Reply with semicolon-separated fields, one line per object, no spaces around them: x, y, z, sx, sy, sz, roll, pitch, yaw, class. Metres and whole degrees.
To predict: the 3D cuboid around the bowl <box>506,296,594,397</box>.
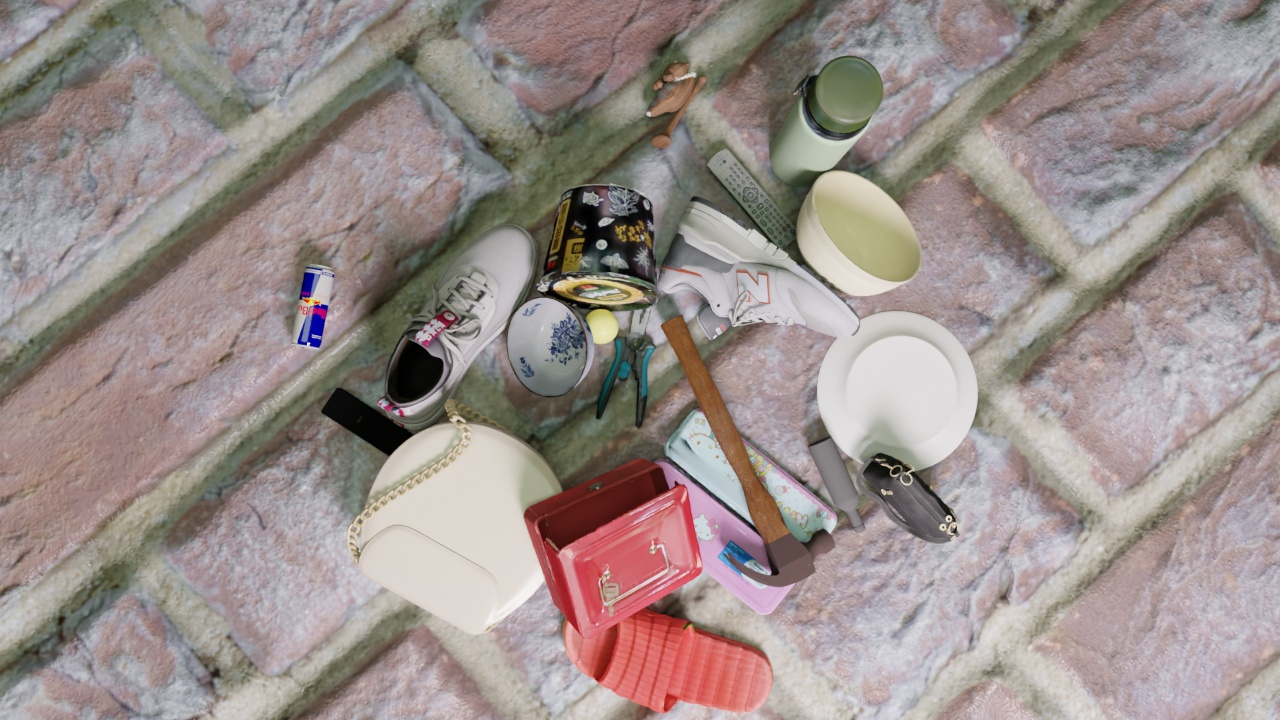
-0.093;-0.018;1.030;0.114;0.045;0.114;6;102;33;bowl

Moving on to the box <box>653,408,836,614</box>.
0.104;0.170;1.048;0.214;0.035;0.150;38;83;0;box

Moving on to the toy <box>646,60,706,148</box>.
0.036;-0.302;1.063;0.055;0.042;0.101;37;78;-22;toy

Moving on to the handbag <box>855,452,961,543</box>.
0.303;0.156;1.025;0.054;0.079;0.128;-45;98;-6;handbag

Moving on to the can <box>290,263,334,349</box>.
-0.372;-0.060;1.041;0.032;0.032;0.095;10;87;-1;can

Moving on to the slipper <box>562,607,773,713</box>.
0.031;0.337;1.021;0.249;0.059;0.103;18;86;-2;slipper

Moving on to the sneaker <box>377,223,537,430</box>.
-0.204;-0.044;0.999;0.097;0.129;0.263;33;85;-1;sneaker

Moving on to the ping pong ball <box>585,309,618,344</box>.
-0.045;-0.039;1.046;0.040;0.040;0.040;0;87;-2;ping pong ball

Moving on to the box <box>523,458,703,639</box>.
-0.028;0.191;0.962;0.157;0.110;0.134;-23;113;-24;box

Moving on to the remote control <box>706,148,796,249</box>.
0.131;-0.189;1.072;0.033;0.013;0.136;-41;89;-4;remote control

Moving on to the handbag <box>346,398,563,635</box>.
-0.188;0.173;0.994;0.210;0.103;0.208;31;86;-5;handbag

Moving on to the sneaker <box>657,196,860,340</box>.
0.120;-0.070;1.037;0.240;0.089;0.124;39;91;9;sneaker

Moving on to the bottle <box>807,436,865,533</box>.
0.229;0.144;1.050;0.030;0.030;0.113;-24;88;-3;bottle

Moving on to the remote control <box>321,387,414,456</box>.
-0.291;0.085;1.046;0.150;0.013;0.034;33;87;-1;remote control

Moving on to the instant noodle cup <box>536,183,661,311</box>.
-0.042;-0.125;1.012;0.137;0.137;0.112;4;77;-2;instant noodle cup

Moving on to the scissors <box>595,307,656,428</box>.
-0.014;0.009;1.056;0.148;0.019;0.123;-39;88;-5;scissors

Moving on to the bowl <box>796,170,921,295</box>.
0.232;-0.131;1.029;0.150;0.076;0.150;17;53;-24;bowl

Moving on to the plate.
0.301;0.036;1.065;0.188;0.016;0.188;0;87;-2;plate

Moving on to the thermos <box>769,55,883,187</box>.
0.190;-0.250;0.969;0.082;0.231;0.082;0;87;-1;thermos

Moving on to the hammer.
0.103;0.099;1.029;0.115;0.033;0.323;-23;82;-14;hammer
